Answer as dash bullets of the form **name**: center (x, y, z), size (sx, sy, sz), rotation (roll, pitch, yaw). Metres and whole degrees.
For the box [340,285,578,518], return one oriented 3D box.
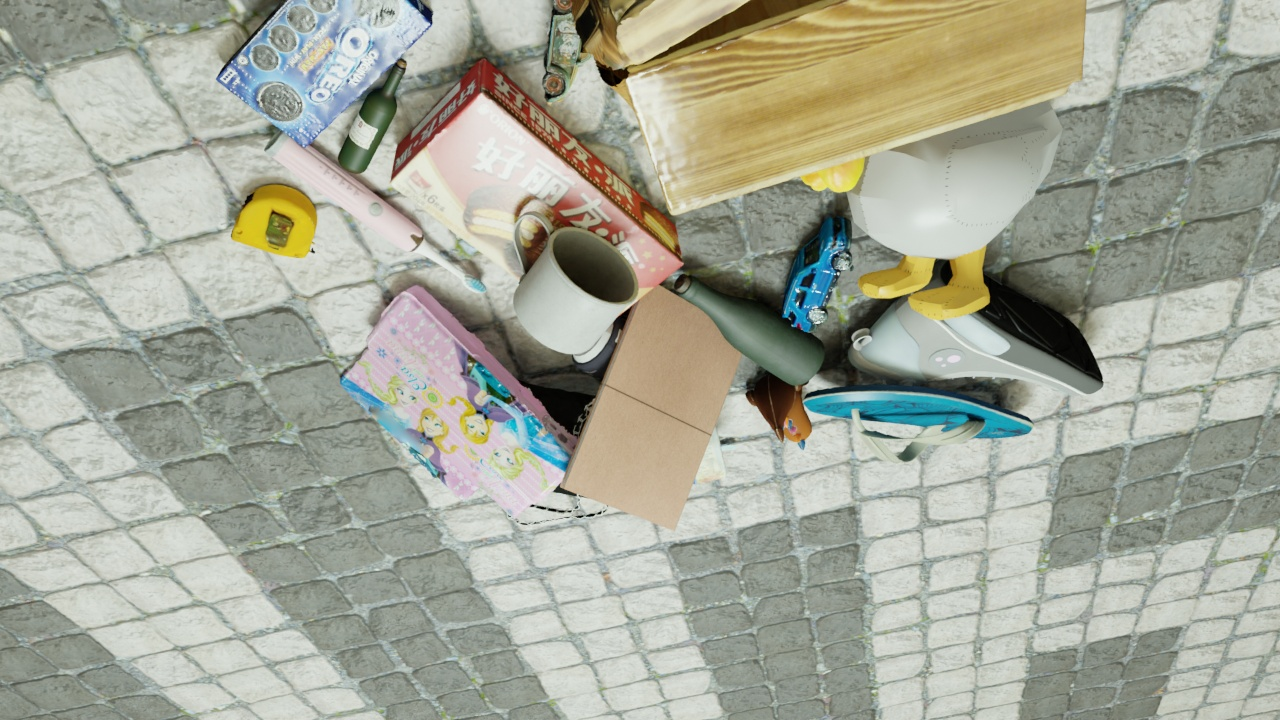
- **box**: center (-0.180, 0.057, 0.887), size (0.230, 0.035, 0.160), rotation (45, 120, -4)

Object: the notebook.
- **notebook**: center (0.019, 0.046, 0.884), size (0.141, 0.008, 0.209), rotation (27, 81, -34)

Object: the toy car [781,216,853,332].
- **toy car**: center (0.165, -0.080, 0.858), size (0.043, 0.056, 0.120), rotation (14, 135, -2)

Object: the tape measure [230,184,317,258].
- **tape measure**: center (-0.306, -0.118, 0.779), size (0.068, 0.030, 0.059), rotation (18, 130, -23)

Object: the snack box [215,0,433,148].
- **snack box**: center (-0.234, -0.233, 0.682), size (0.150, 0.027, 0.082), rotation (-35, 128, 23)

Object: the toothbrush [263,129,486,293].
- **toothbrush**: center (-0.218, -0.121, 0.790), size (0.222, 0.026, 0.027), rotation (37, 80, -34)

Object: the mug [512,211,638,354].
- **mug**: center (-0.065, -0.066, 0.748), size (0.113, 0.084, 0.071), rotation (40, 125, -2)

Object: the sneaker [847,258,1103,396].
- **sneaker**: center (0.342, 0.000, 0.944), size (0.256, 0.092, 0.161), rotation (24, 134, -28)

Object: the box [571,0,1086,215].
- **box**: center (0.076, -0.256, 0.533), size (0.247, 0.278, 0.176), rotation (-18, 136, 9)

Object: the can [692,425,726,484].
- **can**: center (0.062, 0.087, 0.980), size (0.043, 0.086, 0.086), rotation (-13, 133, 2)

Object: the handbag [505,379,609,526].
- **handbag**: center (-0.081, 0.091, 0.919), size (0.154, 0.114, 0.125), rotation (11, 137, 17)

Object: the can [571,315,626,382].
- **can**: center (-0.005, 0.005, 0.909), size (0.064, 0.064, 0.127), rotation (-38, 126, 25)

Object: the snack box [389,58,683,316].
- **snack box**: center (-0.081, -0.129, 0.776), size (0.113, 0.060, 0.236), rotation (-36, 128, 24)

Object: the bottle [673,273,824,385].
- **bottle**: center (0.102, -0.036, 0.892), size (0.174, 0.055, 0.055), rotation (30, 123, -28)

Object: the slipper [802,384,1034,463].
- **slipper**: center (0.305, 0.072, 0.970), size (0.294, 0.060, 0.118), rotation (11, 159, -30)

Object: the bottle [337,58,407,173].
- **bottle**: center (-0.209, -0.193, 0.724), size (0.025, 0.025, 0.106), rotation (23, 126, -26)

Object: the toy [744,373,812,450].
- **toy**: center (0.154, 0.064, 0.961), size (0.071, 0.102, 0.090), rotation (-22, 126, 20)

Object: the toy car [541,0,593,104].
- **toy car**: center (-0.047, -0.244, 0.681), size (0.047, 0.047, 0.112), rotation (8, 132, -8)

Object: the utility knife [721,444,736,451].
- **utility knife**: center (0.026, 0.112, 1.045), size (0.169, 0.015, 0.022), rotation (-6, 134, 1)

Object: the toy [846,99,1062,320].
- **toy**: center (0.237, -0.174, 0.734), size (0.246, 0.141, 0.268), rotation (-11, 111, -21)

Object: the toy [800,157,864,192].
- **toy**: center (0.085, -0.183, 0.681), size (0.134, 0.194, 0.087), rotation (21, 92, -19)
